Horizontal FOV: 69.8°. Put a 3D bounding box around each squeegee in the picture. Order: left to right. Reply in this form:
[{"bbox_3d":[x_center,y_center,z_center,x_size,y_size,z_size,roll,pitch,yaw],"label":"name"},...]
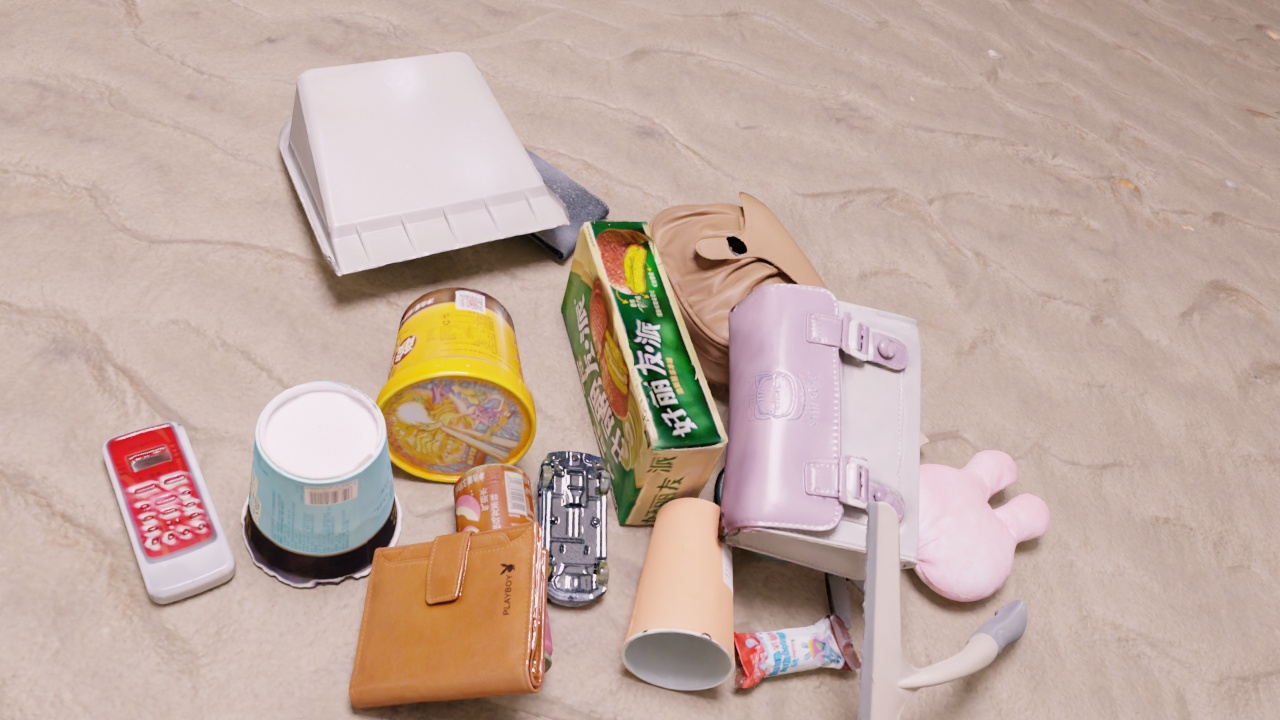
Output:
[{"bbox_3d":[0.240,0.211,0.669,0.039,0.246,0.246,5,5,44],"label":"squeegee"}]

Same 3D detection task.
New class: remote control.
[{"bbox_3d":[-0.327,0.102,0.635,0.055,0.020,0.136,-17,58,-30],"label":"remote control"}]

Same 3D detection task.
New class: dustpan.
[{"bbox_3d":[-0.228,-0.190,0.886,0.222,0.143,0.257,-17,77,-25],"label":"dustpan"}]

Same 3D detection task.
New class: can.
[{"bbox_3d":[-0.098,0.147,0.646,0.058,0.058,0.147,1,51,-18],"label":"can"}]

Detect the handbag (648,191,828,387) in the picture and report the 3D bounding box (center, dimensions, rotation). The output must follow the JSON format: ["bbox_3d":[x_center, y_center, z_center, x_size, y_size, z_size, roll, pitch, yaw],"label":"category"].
[{"bbox_3d":[0.090,-0.076,0.854,0.147,0.100,0.204,-15,50,-13],"label":"handbag"}]

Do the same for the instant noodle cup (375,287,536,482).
[{"bbox_3d":[-0.142,0.013,0.711,0.118,0.119,0.114,5,43,-14],"label":"instant noodle cup"}]

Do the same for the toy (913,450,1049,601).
[{"bbox_3d":[0.280,0.136,0.782,0.159,0.054,0.121,-17,66,-29],"label":"toy"}]

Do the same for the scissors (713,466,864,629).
[{"bbox_3d":[0.156,0.121,0.746,0.174,0.019,0.176,41,73,19],"label":"scissors"}]

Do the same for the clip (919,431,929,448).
[{"bbox_3d":[0.212,0.096,0.819,0.035,0.089,0.103,47,22,22],"label":"clip"}]

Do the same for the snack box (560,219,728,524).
[{"bbox_3d":[-0.004,0.004,0.759,0.063,0.115,0.239,-4,53,-20],"label":"snack box"}]

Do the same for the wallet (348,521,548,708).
[{"bbox_3d":[-0.121,0.164,0.590,0.132,0.031,0.107,-12,57,20],"label":"wallet"}]

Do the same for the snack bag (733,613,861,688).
[{"bbox_3d":[0.112,0.215,0.680,0.105,0.026,0.045,-2,50,-21],"label":"snack bag"}]

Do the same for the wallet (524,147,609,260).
[{"bbox_3d":[-0.101,-0.160,0.917,0.121,0.019,0.097,36,45,2],"label":"wallet"}]

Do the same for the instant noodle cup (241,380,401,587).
[{"bbox_3d":[-0.216,0.078,0.623,0.111,0.121,0.111,9,49,-11],"label":"instant noodle cup"}]

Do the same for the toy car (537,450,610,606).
[{"bbox_3d":[-0.052,0.126,0.696,0.054,0.037,0.120,7,60,-16],"label":"toy car"}]

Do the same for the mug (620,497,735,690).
[{"bbox_3d":[0.034,0.164,0.667,0.078,0.078,0.122,17,44,-4],"label":"mug"}]

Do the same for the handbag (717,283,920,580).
[{"bbox_3d":[0.136,0.051,0.698,0.145,0.099,0.196,13,64,-13],"label":"handbag"}]
